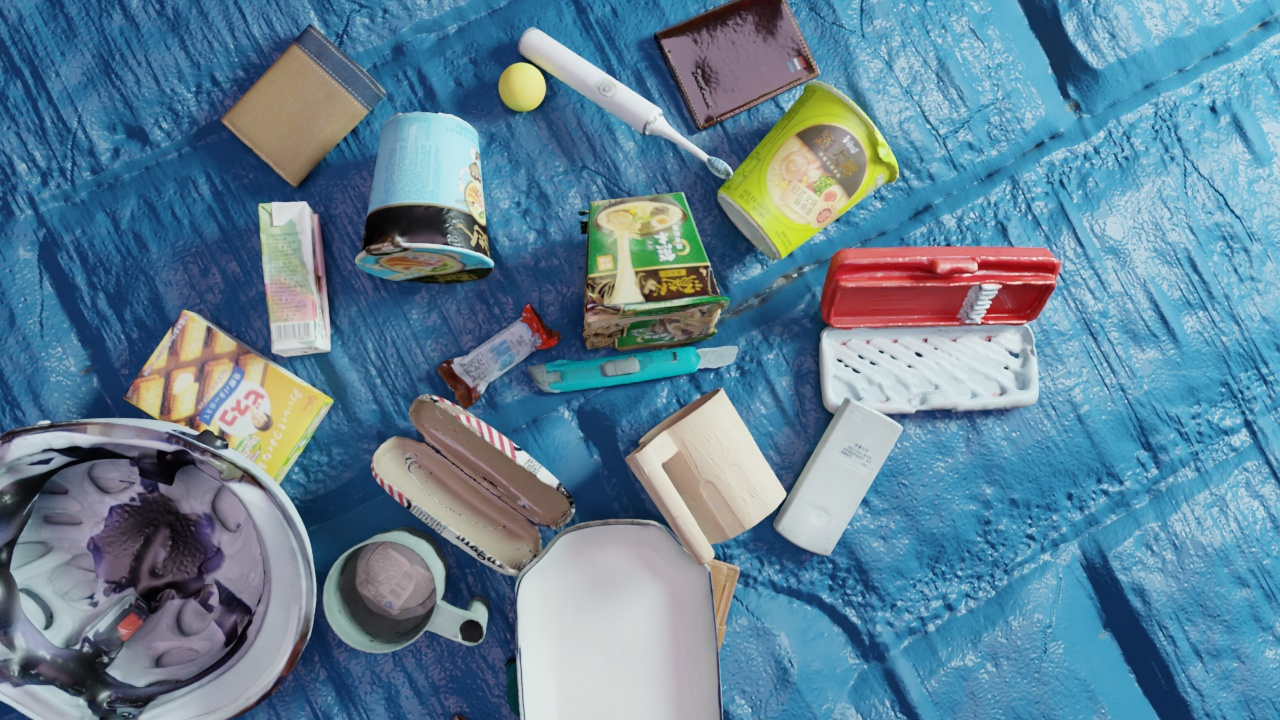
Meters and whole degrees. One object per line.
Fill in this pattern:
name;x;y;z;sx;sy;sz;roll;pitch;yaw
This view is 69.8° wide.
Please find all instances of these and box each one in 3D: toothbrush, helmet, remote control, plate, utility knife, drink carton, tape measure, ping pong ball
toothbrush;-0.012;-0.216;0.779;0.221;0.026;0.027;36;96;12
helmet;-0.366;0.153;0.692;0.258;0.146;0.229;13;90;-10
remote control;0.169;0.101;0.791;0.056;0.019;0.135;27;97;-9
plate;-0.017;0.259;0.743;0.162;0.034;0.265;-5;89;-1
utility knife;-0.005;0.005;0.798;0.185;0.013;0.029;-8;87;-5
drink carton;-0.284;-0.067;0.758;0.045;0.053;0.122;-5;87;-10
tape measure;-0.084;0.276;0.769;0.058;0.025;0.054;0;85;-4
ping pong ball;-0.102;-0.235;0.791;0.040;0.040;0.040;0;86;-5

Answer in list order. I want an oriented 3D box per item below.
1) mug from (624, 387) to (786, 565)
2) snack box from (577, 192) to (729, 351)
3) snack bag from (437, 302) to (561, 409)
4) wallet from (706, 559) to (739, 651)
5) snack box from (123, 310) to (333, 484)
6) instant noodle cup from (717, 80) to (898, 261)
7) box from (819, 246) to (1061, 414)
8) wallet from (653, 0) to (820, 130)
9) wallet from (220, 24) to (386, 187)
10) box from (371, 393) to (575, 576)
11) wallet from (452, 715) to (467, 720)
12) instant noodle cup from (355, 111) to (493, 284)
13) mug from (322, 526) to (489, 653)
mug;0.051;0.095;0.749;0.084;0.124;0.103;-32;92;37
snack box;0.005;-0.075;0.761;0.117;0.118;0.105;-6;77;-5
snack bag;-0.120;-0.005;0.782;0.105;0.026;0.045;-36;99;-5
wallet;0.024;0.226;0.776;0.119;0.035;0.130;17;89;-6
snack box;-0.339;0.032;0.759;0.140;0.034;0.087;33;85;-4
instant noodle cup;0.135;-0.152;0.779;0.123;0.111;0.111;-43;91;2
box;0.257;-0.028;0.803;0.201;0.069;0.158;-1;110;-6
wallet;0.086;-0.272;0.822;0.122;0.020;0.096;-25;89;-4
wallet;-0.285;-0.216;0.779;0.090;0.033;0.115;41;85;1
box;-0.138;0.105;0.749;0.162;0.076;0.086;36;53;-5
wallet;-0.139;0.369;0.763;0.115;0.020;0.101;38;86;-4
instant noodle cup;-0.174;-0.134;0.751;0.111;0.111;0.120;1;80;-5
mug;-0.178;0.185;0.727;0.124;0.103;0.083;24;84;-4
